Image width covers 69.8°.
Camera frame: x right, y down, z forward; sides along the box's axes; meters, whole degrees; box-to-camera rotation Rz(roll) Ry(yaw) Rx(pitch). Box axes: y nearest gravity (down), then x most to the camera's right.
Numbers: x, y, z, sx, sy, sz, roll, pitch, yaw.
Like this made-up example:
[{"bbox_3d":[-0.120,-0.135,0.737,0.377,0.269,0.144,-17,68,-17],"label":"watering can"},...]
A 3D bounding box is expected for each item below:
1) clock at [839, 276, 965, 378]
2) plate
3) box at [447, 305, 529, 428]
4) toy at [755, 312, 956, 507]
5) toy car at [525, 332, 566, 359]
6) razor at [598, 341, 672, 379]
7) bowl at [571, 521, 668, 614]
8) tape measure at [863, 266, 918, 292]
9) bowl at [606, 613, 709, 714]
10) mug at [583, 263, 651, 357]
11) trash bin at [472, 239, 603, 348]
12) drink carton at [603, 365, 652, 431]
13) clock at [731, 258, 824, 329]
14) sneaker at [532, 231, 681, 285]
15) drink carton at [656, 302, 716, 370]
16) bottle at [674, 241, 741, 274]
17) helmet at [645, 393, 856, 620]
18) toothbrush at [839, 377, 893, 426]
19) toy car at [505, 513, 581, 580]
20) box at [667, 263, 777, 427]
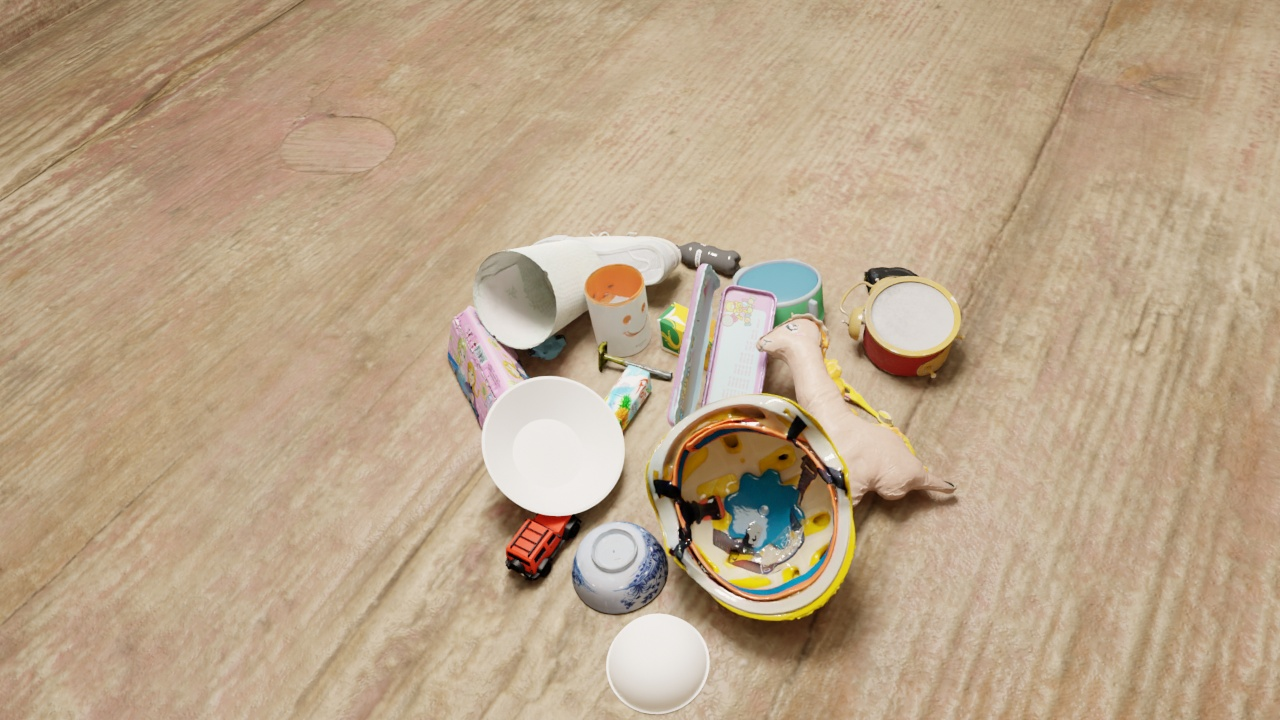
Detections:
[{"bbox_3d":[0.336,-0.047,1.203,0.159,0.081,0.117,35,72,23],"label":"clock"},{"bbox_3d":[-0.108,0.107,1.113,0.174,0.036,0.173,7,65,-16],"label":"plate"},{"bbox_3d":[-0.204,0.034,1.236,0.091,0.084,0.230,-42,49,9],"label":"box"},{"bbox_3d":[0.251,0.055,1.103,0.196,0.065,0.263,-1,55,-12],"label":"toy"},{"bbox_3d":[-0.153,-0.033,1.306,0.060,0.028,0.108,-21,44,-33],"label":"toy car"},{"bbox_3d":[-0.007,0.007,1.250,0.106,0.043,0.026,16,50,11],"label":"razor"},{"bbox_3d":[-0.026,0.225,1.041,0.114,0.045,0.114,-5,47,5],"label":"bowl"},{"bbox_3d":[0.354,-0.099,1.277,0.072,0.042,0.071,-5,44,2],"label":"tape measure"},{"bbox_3d":[0.016,0.308,0.961,0.110,0.041,0.109,-5,47,5],"label":"bowl"},{"bbox_3d":[-0.030,-0.069,1.269,0.082,0.105,0.082,-4,48,5],"label":"mug"},{"bbox_3d":[-0.131,-0.102,1.274,0.133,0.133,0.161,16,24,22],"label":"trash bin"},{"bbox_3d":[-0.029,0.063,1.191,0.039,0.044,0.128,20,56,25],"label":"drink carton"},{"bbox_3d":[0.189,-0.092,1.282,0.122,0.075,0.161,-11,35,0],"label":"clock"},{"bbox_3d":[-0.053,-0.147,1.369,0.243,0.089,0.090,2,16,27],"label":"sneaker"},{"bbox_3d":[0.085,-0.025,1.241,0.122,0.058,0.041,27,57,29],"label":"drink carton"},{"bbox_3d":[0.095,-0.156,1.375,0.110,0.036,0.036,16,52,23],"label":"bottle"},{"bbox_3d":[0.130,0.158,1.010,0.209,0.139,0.240,-27,80,9],"label":"helmet"},{"bbox_3d":[0.269,0.044,1.177,0.021,0.016,0.135,-39,53,-18],"label":"toothbrush"},{"bbox_3d":[-0.116,0.207,1.070,0.051,0.049,0.100,21,54,25],"label":"toy car"},{"bbox_3d":[0.096,-0.003,1.149,0.062,0.140,0.214,-10,63,55],"label":"box"}]
